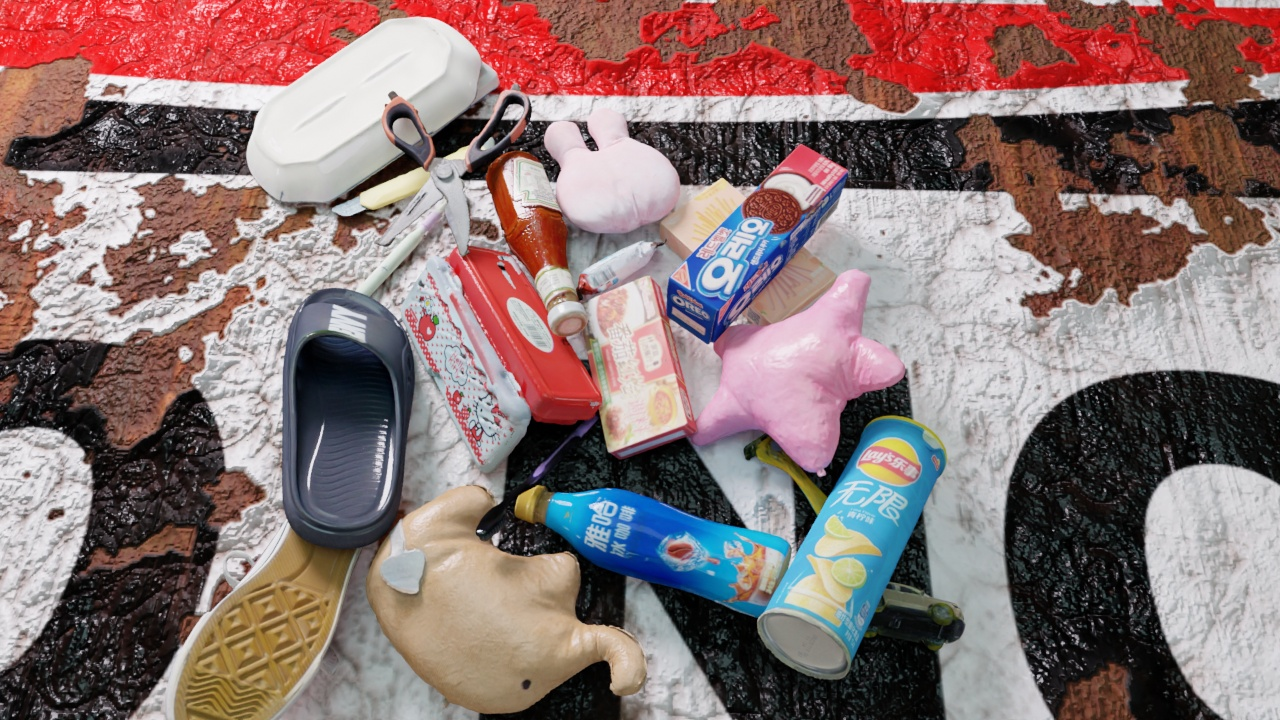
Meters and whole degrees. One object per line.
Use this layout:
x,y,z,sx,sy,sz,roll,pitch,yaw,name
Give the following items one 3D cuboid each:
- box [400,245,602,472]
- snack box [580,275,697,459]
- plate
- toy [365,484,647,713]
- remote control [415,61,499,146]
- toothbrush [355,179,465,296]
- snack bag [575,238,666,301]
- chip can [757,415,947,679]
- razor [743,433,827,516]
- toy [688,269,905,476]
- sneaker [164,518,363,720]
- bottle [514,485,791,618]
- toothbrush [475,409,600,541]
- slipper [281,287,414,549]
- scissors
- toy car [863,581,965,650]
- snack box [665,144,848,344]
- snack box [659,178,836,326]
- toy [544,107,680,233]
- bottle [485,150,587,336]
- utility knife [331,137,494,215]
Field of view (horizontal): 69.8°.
-0.128,-0.004,0.818,0.094,0.100,0.201,4,44,-48,box
-0.005,0.005,0.806,0.075,0.025,0.152,-21,62,16,snack box
-0.290,-0.269,0.946,0.265,0.034,0.162,-38,64,-10,plate
-0.104,0.197,0.691,0.226,0.082,0.143,34,80,14,toy
-0.209,-0.277,0.972,0.049,0.024,0.124,38,71,22,remote control
-0.233,-0.107,0.888,0.020,0.029,0.189,44,67,-23,toothbrush
-0.023,-0.087,0.861,0.105,0.045,0.026,-31,93,-13,snack bag
0.165,0.134,0.694,0.071,0.071,0.209,28,50,15,chip can
0.141,0.113,0.762,0.043,0.028,0.132,-29,67,-17,razor
0.122,0.022,0.763,0.195,0.074,0.178,-26,47,24,toy
-0.273,0.188,0.696,0.118,0.088,0.240,27,43,-10,sneaker
0.007,0.142,0.727,0.219,0.065,0.065,16,64,10,bottle
-0.076,0.088,0.743,0.014,0.017,0.188,10,32,25,toothbrush
-0.235,0.023,0.751,0.110,0.084,0.267,6,45,-21,slipper
-0.178,-0.190,0.866,0.189,0.015,0.225,-23,63,-11,scissors
0.203,0.194,0.708,0.090,0.042,0.035,10,44,12,toy car
0.106,-0.107,0.826,0.058,0.057,0.207,35,65,18,snack box
0.100,-0.100,0.873,0.084,0.026,0.157,-38,68,-18,snack box
-0.031,-0.188,0.906,0.121,0.054,0.159,-19,59,-10,toy
-0.094,-0.109,0.850,0.059,0.060,0.206,-17,57,-8,bottle
-0.225,-0.184,0.927,0.178,0.019,0.031,-24,60,-18,utility knife
